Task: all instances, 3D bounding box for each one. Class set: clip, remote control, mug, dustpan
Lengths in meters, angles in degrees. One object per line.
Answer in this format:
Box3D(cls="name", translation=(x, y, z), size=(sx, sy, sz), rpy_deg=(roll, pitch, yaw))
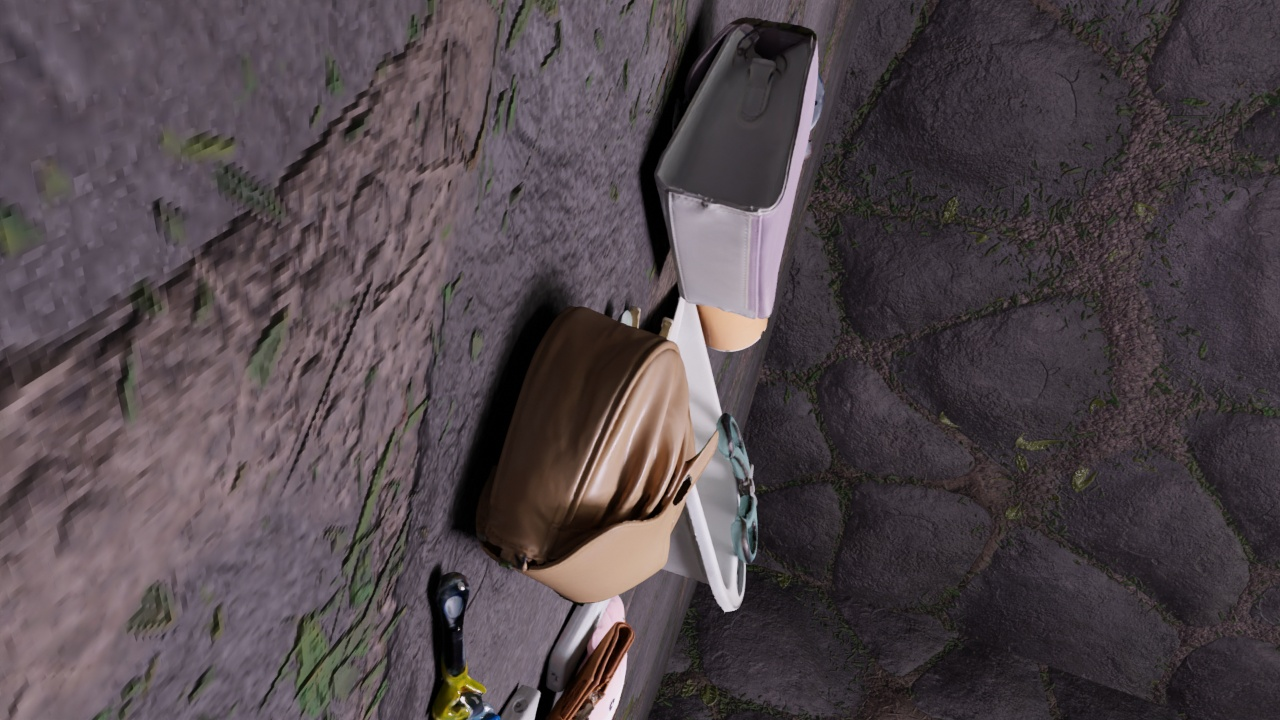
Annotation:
Box3D(cls="clip", translation=(-0.007, 0.010, 0.694), size=(0.104, 0.035, 0.089), rpy_deg=(109, 3, -46))
Box3D(cls="remote control", translation=(-0.054, 0.248, 0.872), size=(0.135, 0.020, 0.056), rpy_deg=(-57, 161, -49))
Box3D(cls="mug", translation=(0.085, -0.073, 0.909), size=(0.123, 0.078, 0.078), rpy_deg=(74, 35, -58))
Box3D(cls="remote control", translation=(-0.108, 0.323, 0.713), size=(0.056, 0.019, 0.135), rpy_deg=(-45, 152, -69))
Box3D(cls="dustpan", translation=(0.064, 0.092, 0.846), size=(0.222, 0.142, 0.258), rpy_deg=(-72, 178, -63))

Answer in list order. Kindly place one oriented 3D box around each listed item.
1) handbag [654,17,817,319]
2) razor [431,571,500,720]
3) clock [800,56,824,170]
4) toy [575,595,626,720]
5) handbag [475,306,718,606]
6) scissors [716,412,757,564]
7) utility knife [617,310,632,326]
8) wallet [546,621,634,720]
Box3D(cls="handbag", translation=(0.073, -0.134, 0.682), size=(0.197, 0.098, 0.144), rpy_deg=(73, 38, -71))
Box3D(cls="razor", translation=(-0.098, 0.157, 0.482), size=(0.042, 0.022, 0.143), rpy_deg=(-15, 132, -24))
Box3D(cls="clock", translation=(0.124, -0.226, 0.848), size=(0.055, 0.082, 0.122), rpy_deg=(-48, 148, -81))
Box3D(cls="toy", translation=(-0.045, 0.340, 1.010), size=(0.121, 0.054, 0.159), rpy_deg=(-39, 138, -73))
Box3D(cls="handbag", translation=(-0.018, 0.064, 0.524), size=(0.204, 0.100, 0.147), rpy_deg=(69, 43, -69))
Box3D(cls="scissors", translation=(0.099, 0.112, 0.915), size=(0.174, 0.019, 0.177), rpy_deg=(-55, 133, -70))
Box3D(cls="utility knife", translation=(-0.031, 0.043, 0.652), size=(0.030, 0.019, 0.175), rpy_deg=(-38, 143, -66))
Box3D(cls="wallet", translation=(-0.059, 0.316, 0.854), size=(0.132, 0.031, 0.107), rpy_deg=(-57, 174, 19))
